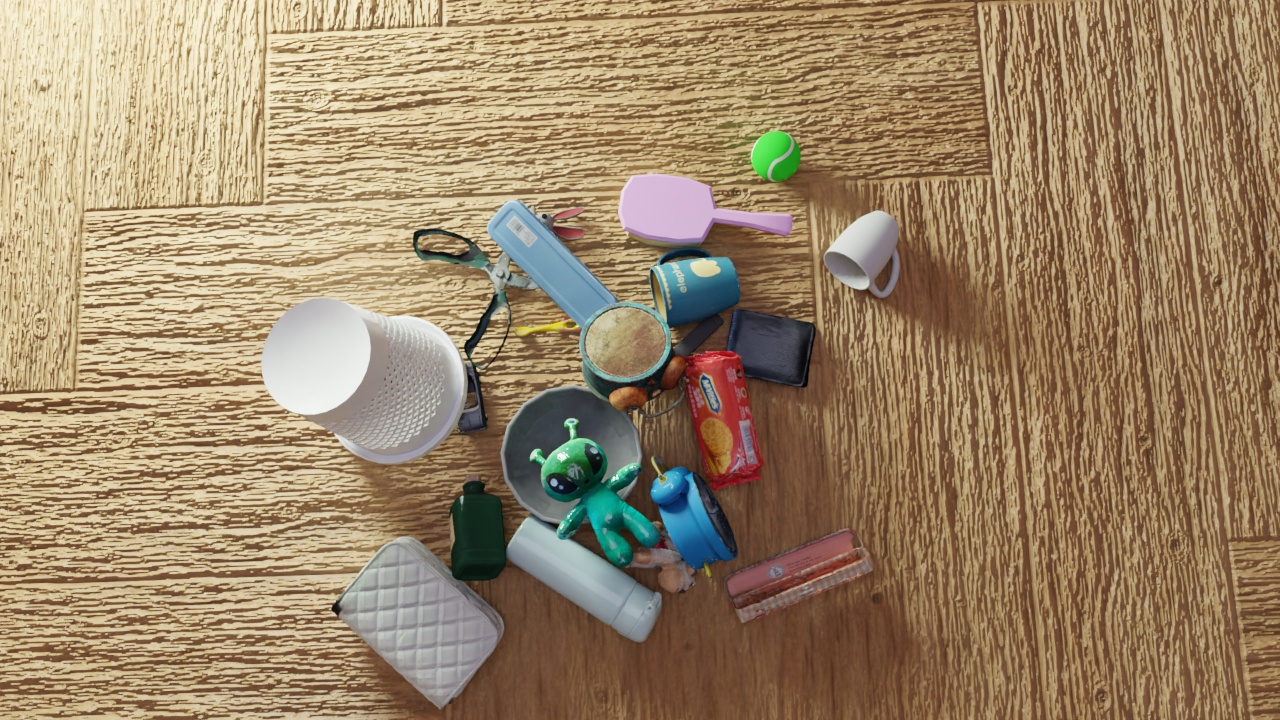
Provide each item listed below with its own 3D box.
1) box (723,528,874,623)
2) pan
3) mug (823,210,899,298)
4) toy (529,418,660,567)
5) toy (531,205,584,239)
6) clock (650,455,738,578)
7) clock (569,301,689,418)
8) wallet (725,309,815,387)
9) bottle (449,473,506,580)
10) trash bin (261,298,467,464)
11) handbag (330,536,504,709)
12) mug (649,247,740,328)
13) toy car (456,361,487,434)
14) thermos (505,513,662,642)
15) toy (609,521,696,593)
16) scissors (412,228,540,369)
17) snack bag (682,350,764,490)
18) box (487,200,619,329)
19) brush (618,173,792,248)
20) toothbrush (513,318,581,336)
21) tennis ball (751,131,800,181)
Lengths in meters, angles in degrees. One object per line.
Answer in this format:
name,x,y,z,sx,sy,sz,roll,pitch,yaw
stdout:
box,0.198,0.269,1.154,0.187,0.085,0.048,-22,114,-4
pan,-0.024,0.063,1.193,0.356,0.041,0.178,-43,84,-10
mug,0.307,-0.137,1.205,0.107,0.071,0.089,46,75,-21
toy,-0.058,0.162,1.118,0.130,0.072,0.193,-36,74,-11
toy,-0.130,-0.184,1.234,0.112,0.030,0.049,-1,77,0
clock,0.062,0.185,1.136,0.060,0.116,0.161,-31,81,9
clock,-0.007,0.007,1.144,0.121,0.073,0.157,-30,64,-12
wallet,0.170,-0.015,1.204,0.115,0.026,0.089,9,84,3
bottle,-0.207,0.204,1.153,0.061,0.061,0.131,6,54,-24
trash bin,-0.338,0.017,1.106,0.196,0.199,0.195,-3,77,12
handbag,-0.272,0.322,1.145,0.195,0.072,0.139,41,93,6
mug,0.068,-0.104,1.199,0.104,0.085,0.112,-13,53,-7
toy car,-0.227,0.048,1.199,0.040,0.037,0.092,-11,82,0
thermos,-0.069,0.274,1.149,0.207,0.065,0.078,32,122,5
toy,0.025,0.256,1.155,0.106,0.085,0.074,41,51,-14
scissors,-0.225,-0.092,1.222,0.202,0.015,0.201,14,73,5
snack bag,0.106,0.072,1.163,0.082,0.082,0.176,-12,89,-1
box,-0.114,-0.122,1.209,0.209,0.037,0.066,45,98,5
brush,0.086,-0.191,1.222,0.229,0.043,0.089,8,82,3
toothbrush,-0.101,-0.046,1.222,0.135,0.016,0.021,-9,80,-2
tennis ball,0.180,-0.271,1.221,0.065,0.065,0.065,0,82,1
